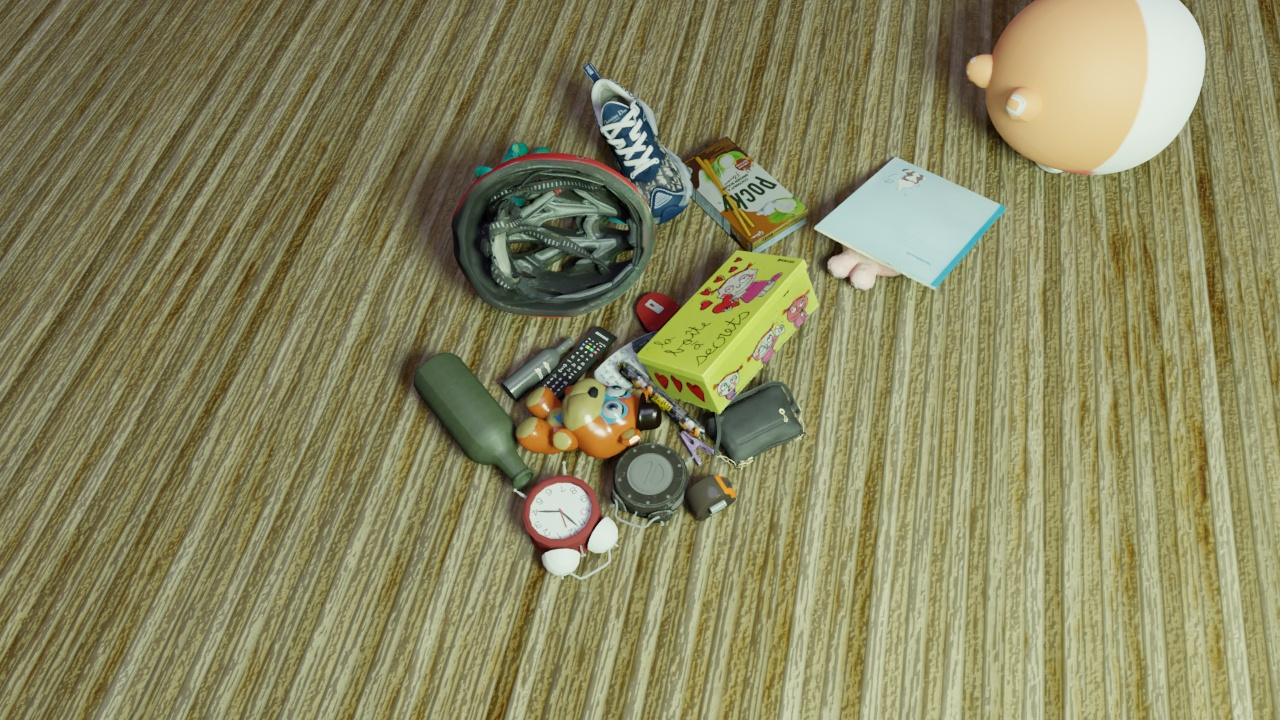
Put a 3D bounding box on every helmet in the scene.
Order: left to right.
[{"bbox_3d":[-0.114,-0.171,1.232,0.272,0.218,0.166,-1,21,0],"label":"helmet"}]

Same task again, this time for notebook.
[{"bbox_3d":[0.379,-0.197,1.271,0.181,0.009,0.252,32,48,21],"label":"notebook"}]

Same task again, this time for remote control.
[{"bbox_3d":[-0.088,0.010,1.223,0.033,0.015,0.146,33,67,22],"label":"remote control"},{"bbox_3d":[-0.007,0.007,1.210,0.114,0.028,0.060,-30,62,-14],"label":"remote control"}]

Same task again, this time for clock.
[{"bbox_3d":[-0.086,0.195,1.091,0.096,0.048,0.137,-29,60,-13],"label":"clock"},{"bbox_3d":[0.011,0.152,1.112,0.091,0.044,0.122,17,61,16],"label":"clock"}]

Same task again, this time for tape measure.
[{"bbox_3d":[0.018,-0.066,1.258,0.051,0.019,0.058,35,68,22],"label":"tape measure"},{"bbox_3d":[0.086,0.164,1.091,0.058,0.059,0.038,-28,63,-9],"label":"tape measure"}]

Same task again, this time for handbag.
[{"bbox_3d":[0.144,0.083,1.139,0.128,0.054,0.079,-26,64,-13],"label":"handbag"}]

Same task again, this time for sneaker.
[{"bbox_3d":[-0.015,-0.317,1.331,0.103,0.132,0.269,-30,56,12],"label":"sneaker"}]

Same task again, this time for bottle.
[{"bbox_3d":[-0.205,0.079,1.158,0.071,0.071,0.207,-36,63,-16],"label":"bottle"},{"bbox_3d":[-0.133,0.006,1.220,0.112,0.030,0.030,-40,64,-18],"label":"bottle"}]

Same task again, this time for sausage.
[{"bbox_3d":[0.026,0.049,1.161,0.155,0.020,0.020,41,69,15],"label":"sausage"}]

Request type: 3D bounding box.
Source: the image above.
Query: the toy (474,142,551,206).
[{"bbox_3d":[-0.200,-0.269,1.374,0.131,0.072,0.192,15,52,13],"label":"toy"}]

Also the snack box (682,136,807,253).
[{"bbox_3d":[0.145,-0.243,1.348,0.101,0.032,0.186,-33,62,-15],"label":"snack box"}]

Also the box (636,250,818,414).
[{"bbox_3d":[0.113,-0.041,1.171,0.220,0.080,0.124,-43,37,-23],"label":"box"}]

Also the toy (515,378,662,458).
[{"bbox_3d":[-0.062,0.073,1.136,0.176,0.096,0.112,4,37,3],"label":"toy"}]

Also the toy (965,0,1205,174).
[{"bbox_3d":[0.607,-0.383,1.263,0.280,0.266,0.262,-5,41,-9],"label":"toy"}]

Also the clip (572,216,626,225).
[{"bbox_3d":[-0.062,-0.223,1.357,0.103,0.027,0.120,-40,64,-21],"label":"clip"}]

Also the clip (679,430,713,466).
[{"bbox_3d":[0.067,0.112,1.150,0.051,0.014,0.045,18,65,12],"label":"clip"}]

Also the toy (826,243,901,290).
[{"bbox_3d":[0.310,-0.143,1.262,0.108,0.053,0.105,36,72,23],"label":"toy"}]
